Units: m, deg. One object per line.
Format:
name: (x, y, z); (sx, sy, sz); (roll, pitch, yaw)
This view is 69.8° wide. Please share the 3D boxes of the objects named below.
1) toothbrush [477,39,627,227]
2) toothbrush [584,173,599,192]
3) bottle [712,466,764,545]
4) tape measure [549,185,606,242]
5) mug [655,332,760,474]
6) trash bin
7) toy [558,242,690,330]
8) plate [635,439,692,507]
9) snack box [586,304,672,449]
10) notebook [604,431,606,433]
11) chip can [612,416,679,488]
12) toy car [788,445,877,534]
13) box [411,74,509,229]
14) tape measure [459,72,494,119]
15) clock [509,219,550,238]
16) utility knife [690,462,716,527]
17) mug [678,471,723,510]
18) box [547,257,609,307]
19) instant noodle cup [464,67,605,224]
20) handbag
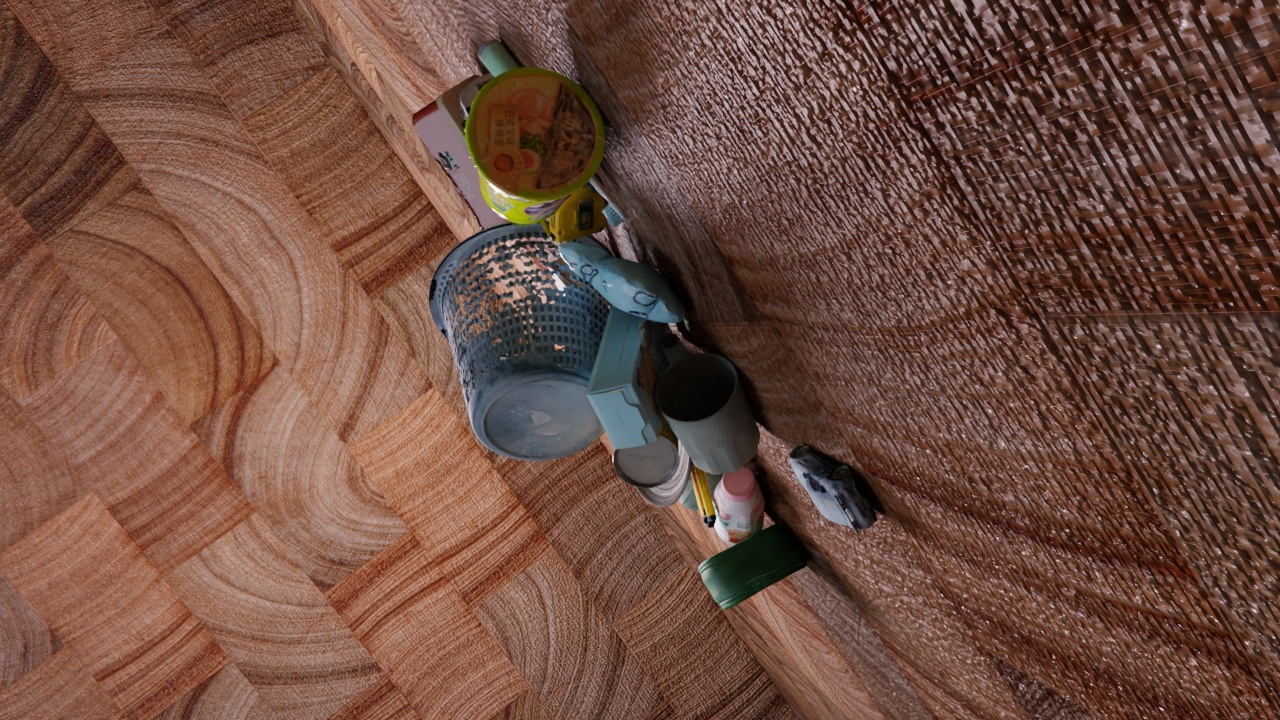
toothbrush: (-0.081, -0.215, 0.863); (0.224, 0.027, 0.026); (52, -171, 11)
toothbrush: (-0.089, -0.219, 0.946); (0.186, 0.012, 0.017); (46, 163, 41)
bottle: (0.125, 0.182, 1.170); (0.068, 0.068, 0.197); (50, 169, 24)
tape measure: (-0.062, -0.148, 0.918); (0.029, 0.060, 0.057); (48, 146, 45)
mug: (0.064, 0.043, 0.937); (0.103, 0.083, 0.124); (60, -178, -46)
trash bin: (-0.114, -0.007, 1.010); (0.227, 0.227, 0.194); (64, -171, -48)
toy: (-0.014, -0.076, 0.913); (0.156, 0.050, 0.161); (29, -178, 2)
plate: (0.026, 0.099, 1.190); (0.180, 0.024, 0.179); (15, 108, 59)
snack box: (-0.006, 0.006, 0.945); (0.174, 0.052, 0.074); (-77, -33, -52)
notebook: (-0.022, 0.060, 1.307); (0.149, 0.012, 0.212); (14, 148, 17)
chip can: (0.008, 0.055, 1.027); (0.072, 0.072, 0.213); (58, -165, -24)
toy car: (0.164, 0.113, 0.809); (0.054, 0.036, 0.120); (56, 174, -18)
box: (-0.187, -0.235, 1.074); (0.077, 0.091, 0.168); (-17, 114, 38)
tape measure: (-0.146, -0.257, 0.916); (0.066, 0.065, 0.034); (53, 168, 40)
clock: (-0.130, -0.204, 0.965); (0.161, 0.056, 0.116); (46, 155, 42)
utility knife: (0.062, 0.110, 1.175); (0.033, 0.015, 0.215); (143, 113, -67)
mug: (0.060, 0.149, 1.275); (0.112, 0.082, 0.106); (-23, 107, 44)
box: (-0.063, -0.080, 1.190); (0.090, 0.061, 0.184); (50, 169, 19)
instant noodle cup: (-0.096, -0.171, 0.788); (0.111, 0.111, 0.123); (54, 165, 0)
handbag: (0.148, 0.272, 1.200); (0.068, 0.131, 0.120); (61, 178, 21)
